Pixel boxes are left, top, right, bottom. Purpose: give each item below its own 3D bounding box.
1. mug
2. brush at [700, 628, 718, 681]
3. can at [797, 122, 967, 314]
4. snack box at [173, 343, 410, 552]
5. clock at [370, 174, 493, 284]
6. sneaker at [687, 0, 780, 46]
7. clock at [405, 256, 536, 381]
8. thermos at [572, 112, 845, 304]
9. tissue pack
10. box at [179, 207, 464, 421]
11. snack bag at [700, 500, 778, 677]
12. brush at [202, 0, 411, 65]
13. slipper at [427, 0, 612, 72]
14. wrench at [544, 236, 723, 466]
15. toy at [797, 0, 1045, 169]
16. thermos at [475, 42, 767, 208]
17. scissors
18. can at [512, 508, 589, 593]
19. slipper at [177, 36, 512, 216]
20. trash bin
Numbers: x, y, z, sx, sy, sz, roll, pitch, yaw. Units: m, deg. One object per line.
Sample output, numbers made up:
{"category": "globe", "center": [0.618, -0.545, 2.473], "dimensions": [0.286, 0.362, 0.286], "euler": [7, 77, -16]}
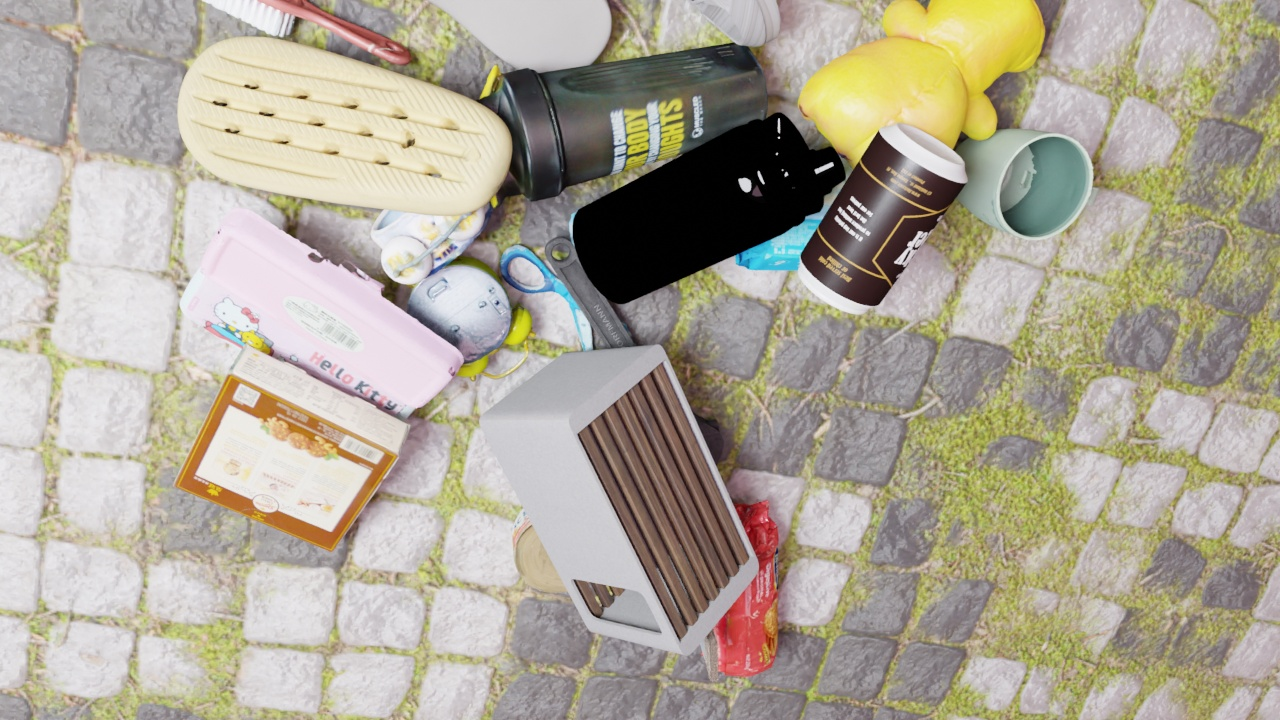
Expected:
{"category": "mug", "center": [0.324, -0.150, 0.770], "dimensions": [0.111, 0.104, 0.084], "euler": [8, 108, -12]}
{"category": "brush", "center": [0.051, 0.222, 0.837], "dimensions": [0.008, 0.143, 0.045], "euler": [-7, 119, -7]}
{"category": "can", "center": [0.175, -0.103, 0.672], "dimensions": [0.072, 0.071, 0.129], "euler": [20, 122, -16]}
{"category": "snack box", "center": [-0.287, 0.078, 0.754], "dimensions": [0.143, 0.041, 0.147], "euler": [29, 123, -18]}
{"category": "clock", "center": [-0.157, -0.100, 0.692], "dimensions": [0.089, 0.125, 0.052], "euler": [-40, 118, 4]}
{"category": "sneaker", "center": [0.000, -0.304, 0.662], "dimensions": [0.089, 0.099, 0.236], "euler": [-43, 104, 5]}
{"category": "clock", "center": [-0.140, -0.033, 0.755], "dimensions": [0.083, 0.057, 0.119], "euler": [-36, 111, 3]}
{"category": "thermos", "center": [0.052, -0.118, 0.697], "dimensions": [0.199, 0.085, 0.086], "euler": [-22, 115, 30]}
{"category": "tissue pack", "center": [0.140, -0.121, 0.760], "dimensions": [0.144, 0.062, 0.093], "euler": [1, 85, -13]}
{"category": "box", "center": [-0.253, -0.020, 0.720], "dimensions": [0.201, 0.037, 0.153], "euler": [36, 132, -18]}
{"category": "snack bag", "center": [0.093, 0.222, 0.880], "dimensions": [0.082, 0.082, 0.176], "euler": [-6, 110, -8]}
{"category": "brush", "center": [-0.253, -0.250, 0.669], "dimensions": [0.172, 0.040, 0.030], "euler": [22, 122, -19]}
{"category": "slipper", "center": [-0.131, -0.310, 0.654], "dimensions": [0.265, 0.080, 0.113], "euler": [30, 123, -33]}
{"category": "wrench", "center": [-0.005, 0.005, 0.808], "dimensions": [0.073, 0.018, 0.273], "euler": [-31, 116, 3]}
{"category": "toy", "center": [0.229, -0.216, 0.712], "dimensions": [0.193, 0.087, 0.134], "euler": [-43, 100, -7]}
{"category": "thermos", "center": [-0.018, -0.187, 0.698], "dimensions": [0.220, 0.098, 0.098], "euler": [-16, 112, -12]}
{"category": "scissors", "center": [-0.065, -0.057, 0.786], "dimensions": [0.117, 0.013, 0.140], "euler": [-11, 113, -8]}
{"category": "can", "center": [-0.075, 0.169, 0.848], "dimensions": [0.086, 0.043, 0.086], "euler": [-3, 111, -9]}
{"category": "slipper", "center": [-0.210, -0.155, 0.665], "dimensions": [0.261, 0.079, 0.111], "euler": [16, 77, 13]}
{"category": "trash bin", "center": [-0.014, 0.114, 0.769], "dimensions": [0.114, 0.115, 0.229], "euler": [-40, 114, -38]}
